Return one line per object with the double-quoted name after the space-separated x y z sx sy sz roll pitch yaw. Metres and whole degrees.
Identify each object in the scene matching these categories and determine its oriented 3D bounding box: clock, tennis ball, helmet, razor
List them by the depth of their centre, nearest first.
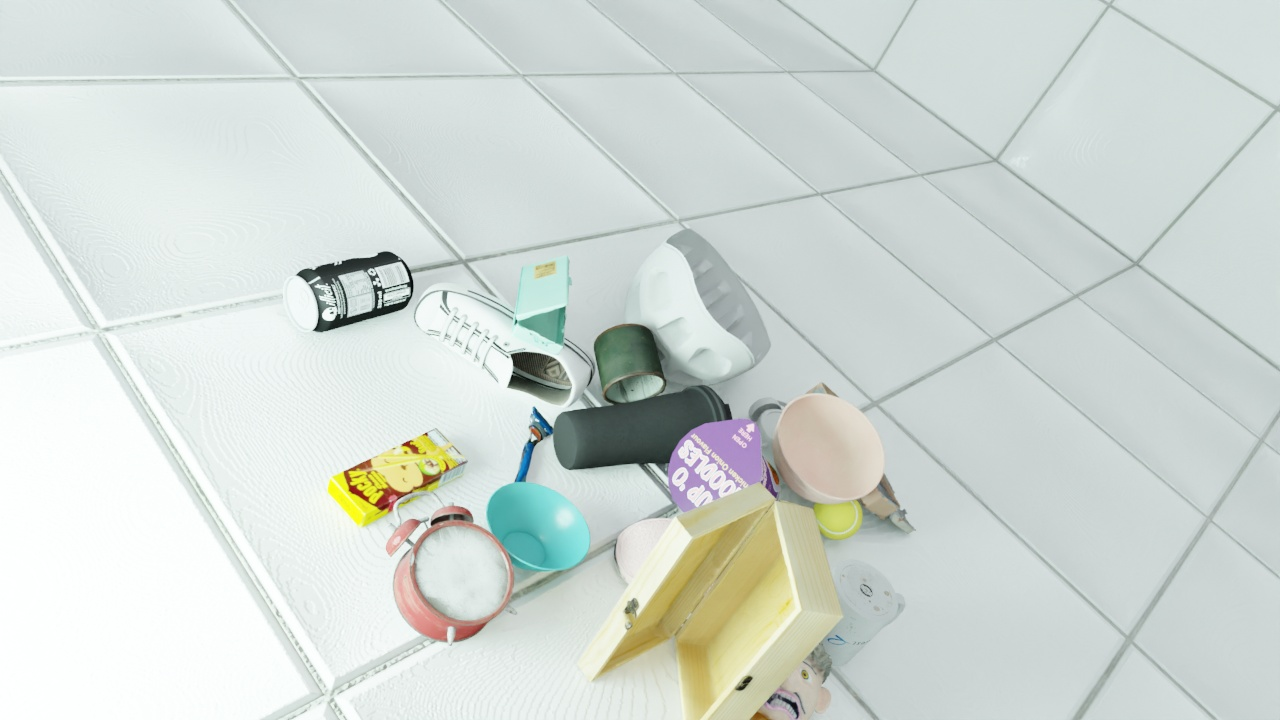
-0.199 0.206 0.924 0.109 0.062 0.156 -15 68 -43 "clock"
-0.137 0.115 1.114 0.044 0.018 0.140 54 28 -28 "razor"
0.263 0.206 1.223 0.065 0.065 0.065 17 38 -14 "tennis ball"
0.203 0.112 1.310 0.120 0.061 0.158 29 32 0 "clock"
0.089 -0.079 1.344 0.224 0.184 0.281 56 38 -11 "helmet"

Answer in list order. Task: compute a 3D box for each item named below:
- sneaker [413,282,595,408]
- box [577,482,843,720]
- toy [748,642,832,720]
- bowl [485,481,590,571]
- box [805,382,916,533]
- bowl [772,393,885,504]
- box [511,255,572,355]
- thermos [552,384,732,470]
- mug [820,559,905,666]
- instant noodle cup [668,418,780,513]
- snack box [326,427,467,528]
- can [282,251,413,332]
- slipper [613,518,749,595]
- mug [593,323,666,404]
-0.180 -0.008 1.172 0.245 0.091 0.097 29 30 -8 "sneaker"
0.070 0.243 0.901 0.184 0.249 0.141 28 36 0 "box"
0.146 0.343 0.982 0.132 0.076 0.175 27 44 -1 "toy"
-0.119 0.194 1.004 0.121 0.046 0.121 22 32 -15 "bowl"
0.321 0.141 1.325 0.150 0.043 0.216 30 28 -40 "box"
0.235 0.126 1.201 0.153 0.076 0.152 9 56 -13 "bowl"
-0.120 -0.089 1.177 0.077 0.080 0.188 24 22 -13 "box"
0.002 0.091 1.172 0.218 0.106 0.105 -4 47 -29 "thermos"
0.255 0.298 1.082 0.119 0.097 0.083 9 41 -25 "mug"
0.120 0.144 1.140 0.122 0.137 0.121 42 6 33 "instant noodle cup"
-0.265 0.127 1.013 0.061 0.026 0.148 41 38 18 "snack box"
-0.366 -0.087 1.158 0.080 0.080 0.145 44 39 20 "can"
0.078 0.241 1.071 0.221 0.056 0.106 7 42 -13 "slipper"
-0.007 0.007 1.219 0.111 0.085 0.081 21 47 -47 "mug"
